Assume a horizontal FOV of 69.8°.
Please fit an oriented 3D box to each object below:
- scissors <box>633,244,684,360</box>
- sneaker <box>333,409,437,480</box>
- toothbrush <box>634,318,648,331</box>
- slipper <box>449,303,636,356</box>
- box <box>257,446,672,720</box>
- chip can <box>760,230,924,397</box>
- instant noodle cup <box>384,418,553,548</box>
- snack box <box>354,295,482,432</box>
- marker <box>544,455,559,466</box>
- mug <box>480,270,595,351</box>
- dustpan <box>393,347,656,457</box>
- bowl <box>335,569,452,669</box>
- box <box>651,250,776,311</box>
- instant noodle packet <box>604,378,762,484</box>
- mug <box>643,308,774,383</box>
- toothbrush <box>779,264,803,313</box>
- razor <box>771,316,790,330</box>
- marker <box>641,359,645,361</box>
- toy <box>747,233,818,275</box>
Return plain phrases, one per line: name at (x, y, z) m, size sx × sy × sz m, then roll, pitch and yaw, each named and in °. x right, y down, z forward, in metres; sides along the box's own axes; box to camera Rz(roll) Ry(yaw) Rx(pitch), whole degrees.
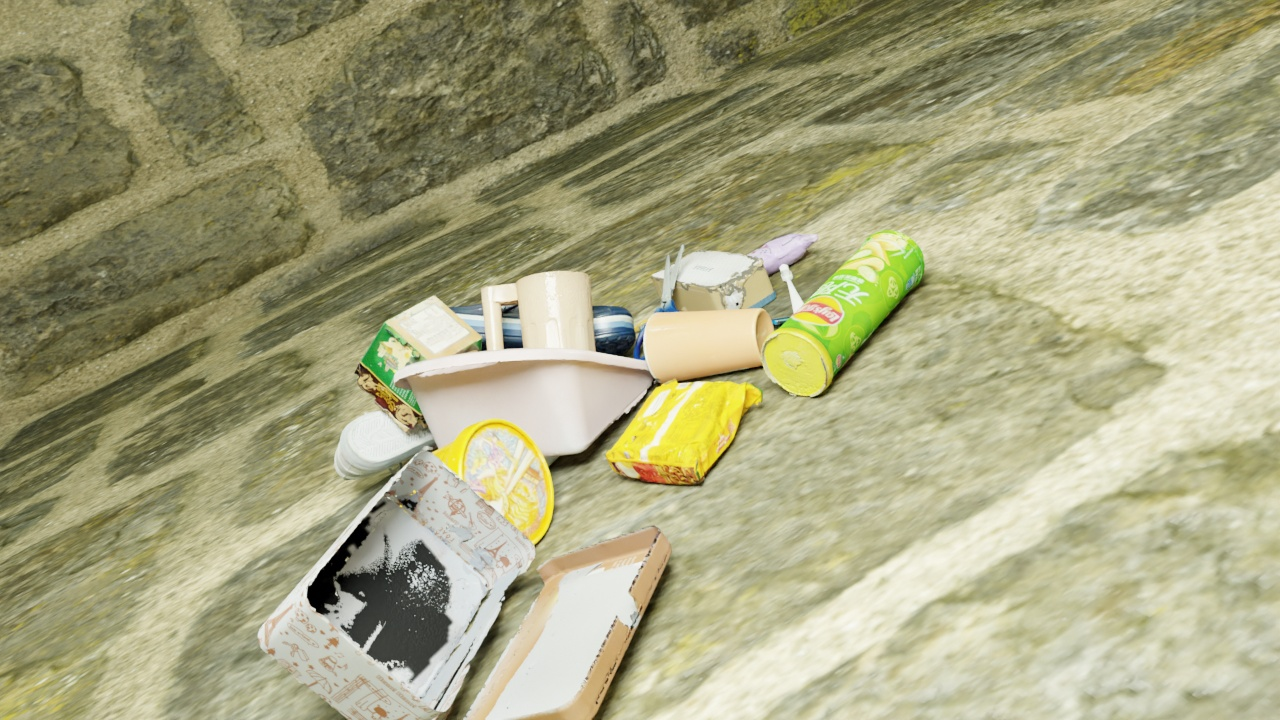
scissors at (0.025, -0.066, 1.115) m, size 0.141 × 0.012 × 0.170 m, roll -48°, pitch 30°, yaw 16°
sneaker at (-0.261, 0.076, 1.104) m, size 0.241 × 0.089 × 0.091 m, roll -31°, pitch -10°, yaw -45°
toothbrush at (-0.062, -0.017, 1.187) m, size 0.191 × 0.016 × 0.018 m, roll -21°, pitch 30°, yaw 8°
slipper at (-0.128, -0.050, 1.122) m, size 0.253 × 0.095 × 0.105 m, roll 1°, pitch -12°, yaw 8°
box at (-0.129, 0.154, 0.654) m, size 0.227 × 0.156 × 0.179 m, roll -23°, pitch 19°, yaw 32°
chip can at (0.205, -0.052, 0.901) m, size 0.073 × 0.072 × 0.220 m, roll -2°, pitch 31°, yaw 46°
instant noodle cup at (-0.160, 0.124, 0.830) m, size 0.115 × 0.118 × 0.118 m, roll -21°, pitch 20°, yaw 30°
snack box at (-0.241, -0.002, 1.035) m, size 0.117 × 0.118 × 0.106 m, roll -39°, pitch -14°, yaw -47°
marker at (-0.106, 0.111, 0.931) m, size 0.023 × 0.018 × 0.130 m, roll 21°, pitch 44°, yaw 28°
mug at (-0.112, -0.037, 1.018) m, size 0.125 × 0.103 × 0.084 m, roll -7°, pitch -9°, yaw 3°
dustpan at (-0.117, 0.011, 0.952) m, size 0.223 × 0.139 × 0.272 m, roll -11°, pitch 18°, yaw 20°
bowl at (-0.219, 0.205, 0.765) m, size 0.118 × 0.065 × 0.118 m, roll -21°, pitch 22°, yaw 8°
box at (0.085, -0.093, 1.153) m, size 0.089 × 0.059 × 0.184 m, roll -30°, pitch 20°, yaw -17°
instant noodle packet at (0.040, 0.063, 0.848) m, size 0.111 × 0.044 × 0.128 m, roll 2°, pitch 37°, yaw 38°
mug at (0.075, -0.018, 0.967) m, size 0.123 × 0.078 × 0.078 m, roll -5°, pitch 28°, yaw 29°
toothbrush at (0.178, -0.079, 1.068) m, size 0.016 × 0.016 × 0.179 m, roll -22°, pitch 21°, yaw 11°
razor at (0.107, -0.028, 1.021) m, size 0.143 × 0.022 × 0.042 m, roll -9°, pitch 0°, yaw 42°
marker at (-0.006, 0.006, 1.071) m, size 0.124 × 0.015 × 0.018 m, roll -9°, pitch 30°, yaw 31°
toy at (0.172, -0.133, 1.168) m, size 0.108 × 0.039 × 0.084 m, roll -25°, pitch 6°, yaw -2°
